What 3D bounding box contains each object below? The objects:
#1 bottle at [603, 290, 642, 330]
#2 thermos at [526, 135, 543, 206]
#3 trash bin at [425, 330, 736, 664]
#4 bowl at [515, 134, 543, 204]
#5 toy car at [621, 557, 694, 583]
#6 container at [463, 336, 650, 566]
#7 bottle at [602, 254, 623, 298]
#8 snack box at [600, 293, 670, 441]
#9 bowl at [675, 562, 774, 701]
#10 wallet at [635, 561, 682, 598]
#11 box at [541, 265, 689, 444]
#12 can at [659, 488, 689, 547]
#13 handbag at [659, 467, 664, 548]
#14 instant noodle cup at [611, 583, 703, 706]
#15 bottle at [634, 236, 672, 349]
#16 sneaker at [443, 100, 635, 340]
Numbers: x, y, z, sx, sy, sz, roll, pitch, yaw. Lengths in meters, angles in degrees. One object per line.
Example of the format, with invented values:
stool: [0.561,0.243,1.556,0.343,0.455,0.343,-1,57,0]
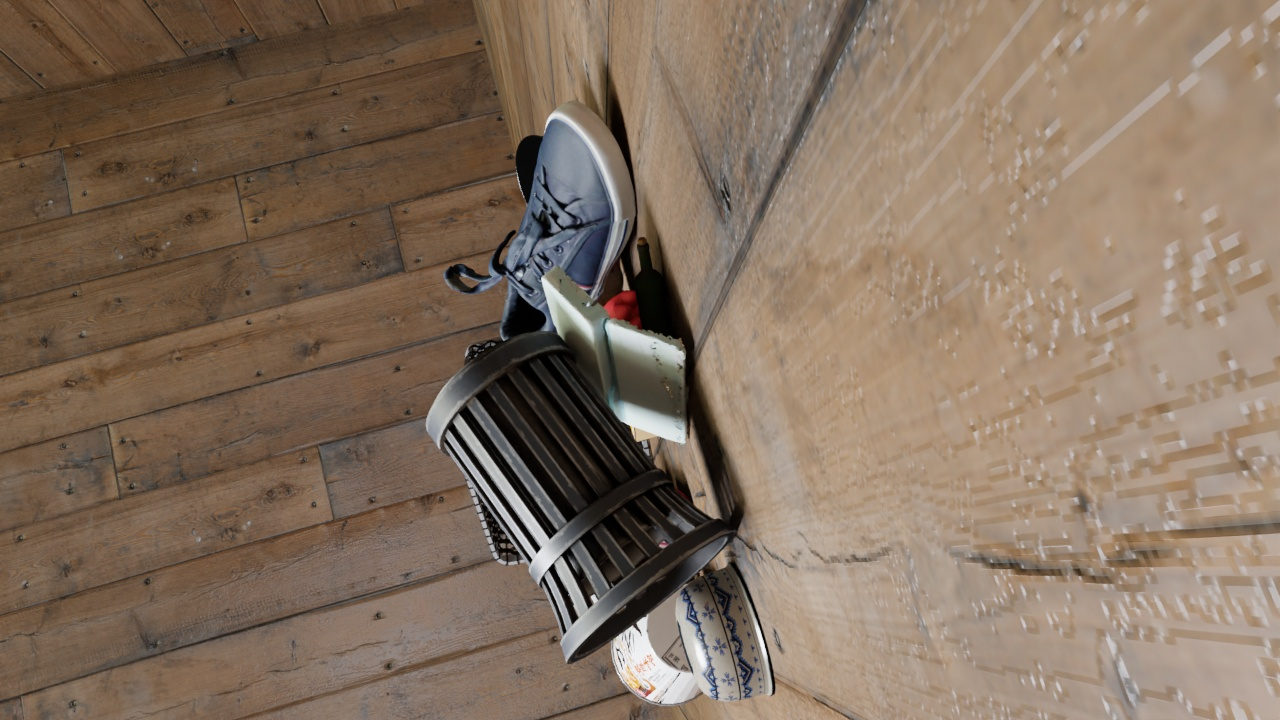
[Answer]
bottle: [-0.042,-0.027,0.900,0.142,0.041,0.042,-27,76,48]
thermos: [-0.092,-0.175,1.091,0.241,0.082,0.082,97,157,-74]
trash bin: [-0.058,0.101,0.751,0.227,0.164,0.164,51,166,18]
bowl: [-0.065,-0.174,0.911,0.124,0.052,0.124,38,147,30]
toy car: [-0.021,0.241,1.068,0.062,0.169,0.070,-34,32,48]
container: [-0.125,0.105,1.345,0.243,0.247,0.246,-108,6,-56]
bottle: [-0.051,-0.109,0.981,0.109,0.063,0.063,63,174,-3]
snack box: [-0.006,0.006,0.953,0.088,0.040,0.125,84,169,-55]
bowl: [0.067,0.238,0.790,0.115,0.059,0.115,164,91,-84]
wallet: [0.012,0.230,0.982,0.031,0.120,0.099,60,171,13]
box: [-0.021,0.007,0.791,0.136,0.043,0.197,33,161,18]
can: [0.021,0.166,1.004,0.114,0.063,0.063,145,109,-83]
handbag: [-0.039,0.202,1.120,0.068,0.170,0.145,-113,10,-54]
instant noodle cup: [0.038,0.287,0.949,0.122,0.123,0.123,109,146,-63]
bottle: [0.009,-0.055,0.755,0.025,0.025,0.106,-113,10,-52]
sneaker: [-0.095,-0.107,0.843,0.120,0.127,0.295,45,148,17]
